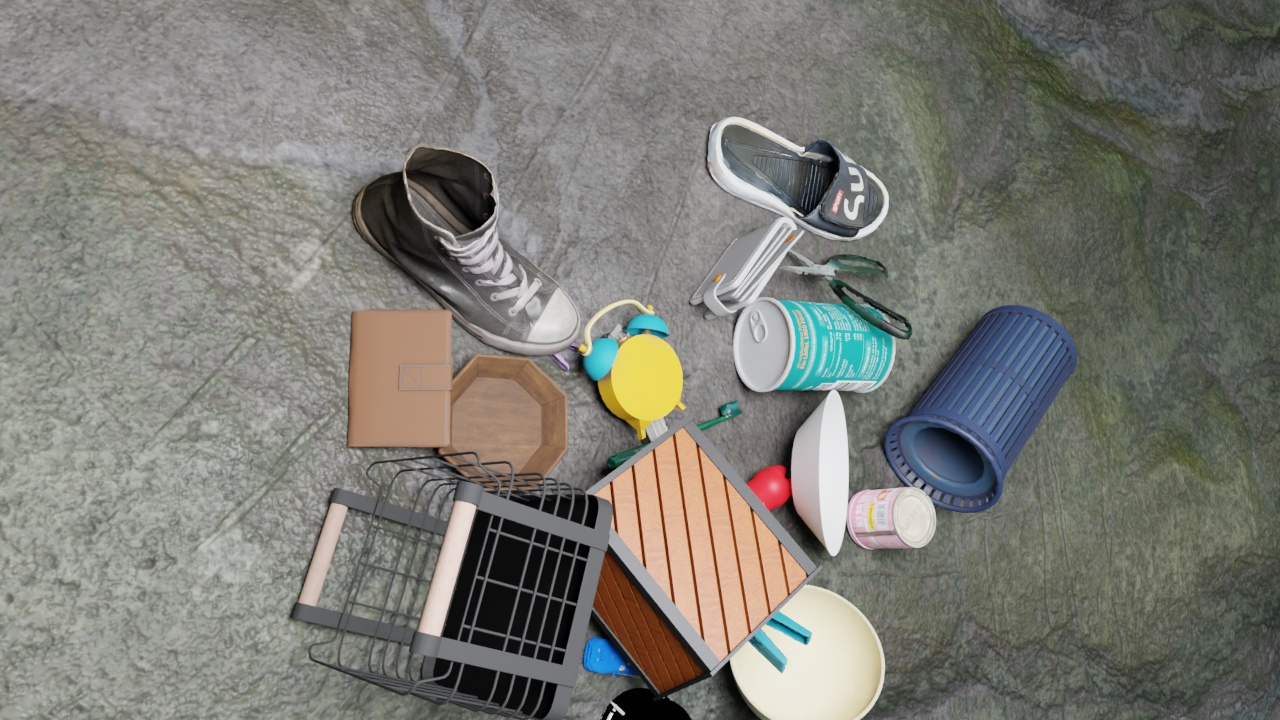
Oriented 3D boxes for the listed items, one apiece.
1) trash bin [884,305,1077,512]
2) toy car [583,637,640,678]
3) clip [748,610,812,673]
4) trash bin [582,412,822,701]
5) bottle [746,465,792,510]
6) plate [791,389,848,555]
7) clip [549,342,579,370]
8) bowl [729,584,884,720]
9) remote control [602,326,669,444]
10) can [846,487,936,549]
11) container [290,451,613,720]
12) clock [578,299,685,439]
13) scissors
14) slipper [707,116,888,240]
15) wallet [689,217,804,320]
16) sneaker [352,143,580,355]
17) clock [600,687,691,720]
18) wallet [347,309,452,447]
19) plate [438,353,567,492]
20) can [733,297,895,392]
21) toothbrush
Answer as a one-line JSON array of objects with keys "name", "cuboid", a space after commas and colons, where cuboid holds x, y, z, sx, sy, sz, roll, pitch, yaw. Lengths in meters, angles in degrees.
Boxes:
[{"name": "trash bin", "cuboid": [0.415, 0.048, 1.099, 0.248, 0.140, 0.139, -43, 102, -31]}, {"name": "toy car", "cuboid": [0.001, 0.280, 0.849, 0.092, 0.062, 0.033, 18, 71, -27]}, {"name": "clip", "cuboid": [0.090, 0.255, 0.891, 0.120, 0.030, 0.130, -19, 49, -23]}, {"name": "trash bin", "cuboid": [0.028, 0.175, 0.811, 0.139, 0.140, 0.172, -34, 78, -31]}, {"name": "bottle", "cuboid": [0.102, 0.155, 0.946, 0.141, 0.042, 0.042, -30, 95, -32]}, {"name": "plate", "cuboid": [0.189, 0.118, 0.979, 0.173, 0.036, 0.174, -1, 90, -68]}, {"name": "clip", "cuboid": [-0.084, -0.013, 0.888, 0.050, 0.013, 0.029, 33, 64, -18]}, {"name": "bowl", "cuboid": [0.160, 0.308, 0.912, 0.151, 0.075, 0.150, 0, 47, 0]}, {"name": "remote control", "cuboid": [-0.001, 0.033, 0.927, 0.033, 0.013, 0.136, -22, 90, -33]}, {"name": "can", "cuboid": [0.278, 0.177, 1.026, 0.067, 0.076, 0.067, 7, 76, -30]}, {"name": "container", "cuboid": [-0.146, 0.164, 0.689, 0.130, 0.242, 0.162, 26, 68, -33]}, {"name": "clock", "cuboid": [-0.005, 0.005, 0.897, 0.098, 0.044, 0.129, -33, 103, -32]}, {"name": "scissors", "cuboid": [0.246, -0.082, 1.028, 0.201, 0.015, 0.205, -3, 38, -38]}, {"name": "slipper", "cuboid": [0.198, -0.213, 1.068, 0.263, 0.063, 0.111, 16, 72, -24]}, {"name": "wallet", "cuboid": [0.116, -0.099, 0.963, 0.037, 0.116, 0.118, 44, 62, -16]}, {"name": "sneaker", "cuboid": [-0.133, -0.092, 0.812, 0.234, 0.120, 0.095, 43, 62, -19]}, {"name": "clock", "cuboid": [0.011, 0.365, 0.849, 0.091, 0.043, 0.120, -10, 85, -32]}, {"name": "wallet", "cuboid": [-0.207, 0.015, 0.794, 0.087, 0.013, 0.121, 0, 79, -6]}, {"name": "plate", "cuboid": [-0.127, 0.058, 0.839, 0.131, 0.025, 0.131, 7, 77, -29]}, {"name": "can", "cuboid": [0.188, -0.015, 0.997, 0.143, 0.099, 0.099, 1, 79, -30]}, {"name": "toothbrush", "cuboid": [0.038, 0.072, 0.921, 0.189, 0.016, 0.017, -18, 90, -42]}]
